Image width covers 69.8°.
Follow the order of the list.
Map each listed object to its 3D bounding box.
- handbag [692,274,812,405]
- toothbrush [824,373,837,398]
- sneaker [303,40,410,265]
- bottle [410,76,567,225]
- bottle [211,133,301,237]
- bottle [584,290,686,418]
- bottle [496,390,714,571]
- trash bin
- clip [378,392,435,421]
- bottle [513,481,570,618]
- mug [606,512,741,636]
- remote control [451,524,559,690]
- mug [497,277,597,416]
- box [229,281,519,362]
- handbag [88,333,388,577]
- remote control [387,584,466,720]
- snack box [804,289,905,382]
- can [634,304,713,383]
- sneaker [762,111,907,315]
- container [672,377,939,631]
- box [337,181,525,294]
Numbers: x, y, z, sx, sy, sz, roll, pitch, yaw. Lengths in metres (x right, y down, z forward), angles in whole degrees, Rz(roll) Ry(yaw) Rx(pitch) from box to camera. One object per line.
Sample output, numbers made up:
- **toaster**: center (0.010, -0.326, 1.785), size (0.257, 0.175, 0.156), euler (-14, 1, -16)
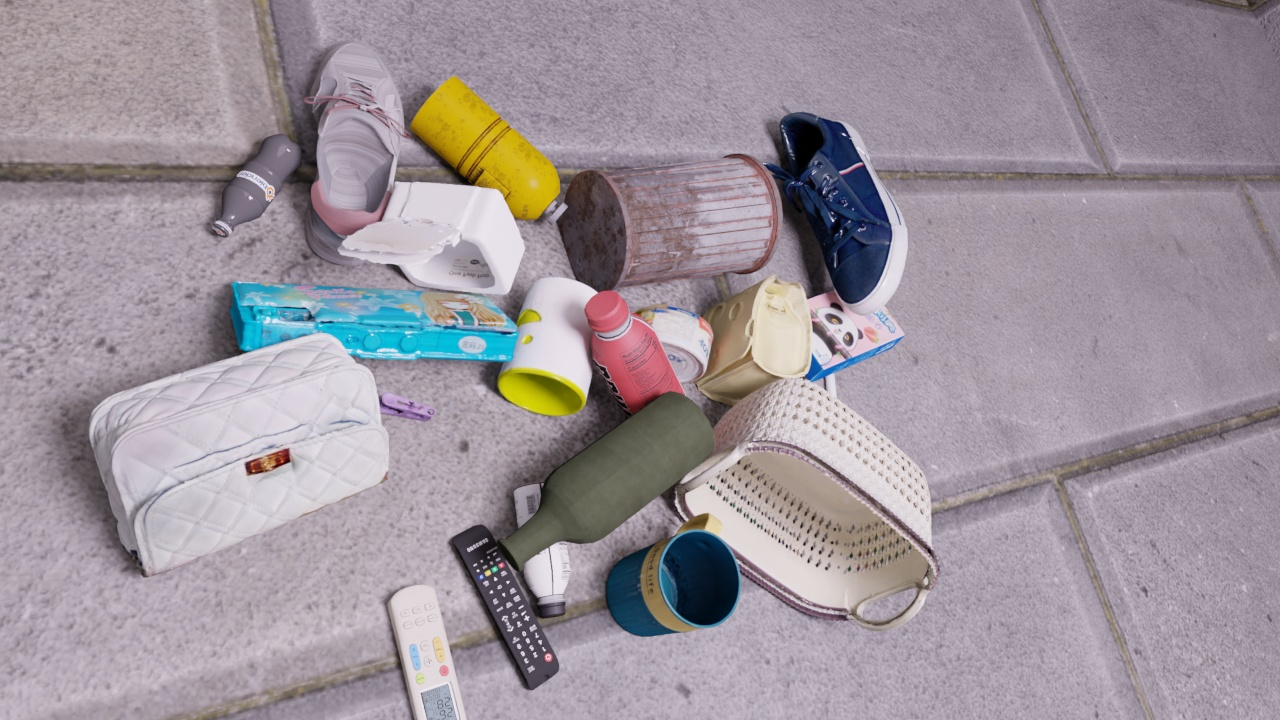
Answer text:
- **handbag**: center (0.113, -0.020, 0.957), size (0.081, 0.120, 0.111), euler (14, 67, -24)
- **toothbrush**: center (0.224, 0.080, 1.041), size (0.012, 0.017, 0.186), euler (14, 63, -35)
- **sneaker**: center (-0.256, -0.209, 0.836), size (0.099, 0.090, 0.235), euler (7, 67, -28)
- **bottle**: center (-0.143, -0.198, 0.912), size (0.164, 0.071, 0.070), euler (41, 55, -9)
- **bottle**: center (-0.335, -0.151, 0.798), size (0.036, 0.036, 0.109), euler (32, 57, -15)
- **bottle**: center (-0.005, 0.005, 0.852), size (0.062, 0.062, 0.177), euler (-68, 148, -32)
- **bottle**: center (-0.031, 0.107, 0.789), size (0.206, 0.072, 0.071), euler (-34, 89, -25)
- **trash bin**: center (0.040, -0.145, 0.960), size (0.210, 0.131, 0.130), euler (-12, 76, -32)
- **clip**: center (-0.205, 0.041, 0.801), size (0.051, 0.033, 0.013), euler (16, 61, -25)
- **bottle**: center (-0.085, 0.167, 0.808), size (0.041, 0.041, 0.116), euler (1, 70, -30)
- **mug**: center (0.034, 0.191, 0.827), size (0.083, 0.108, 0.113), euler (37, 56, -10)
- **remote control**: center (-0.115, 0.210, 0.787), size (0.033, 0.015, 0.147), euler (-25, 84, -35)
- **mug**: center (-0.081, -0.013, 0.862), size (0.082, 0.083, 0.106), euler (25, 58, -20)
- **box**: center (-0.224, -0.034, 0.784), size (0.226, 0.094, 0.039), euler (2, 112, -30)
- **handbag**: center (-0.288, 0.071, 0.681), size (0.194, 0.139, 0.072), euler (-22, 39, -33)
- **remote control**: center (-0.172, 0.244, 0.739), size (0.038, 0.018, 0.125), euler (-9, 75, -33)
- **snack box**: center (0.233, -0.037, 1.076), size (0.153, 0.033, 0.088), euler (-20, 70, -35)
- **can**: center (0.028, -0.015, 0.923), size (0.086, 0.086, 0.043), euler (25, 59, -19)
- **sneaker**: center (0.214, -0.184, 1.077), size (0.127, 0.121, 0.294), euler (16, 49, -33)
- **container**: center (0.165, 0.136, 0.891), size (0.251, 0.185, 0.142), euler (38, 44, -13)
- **box**: center (-0.176, -0.109, 0.786), size (0.111, 0.189, 0.101), euler (5, 82, 14)
